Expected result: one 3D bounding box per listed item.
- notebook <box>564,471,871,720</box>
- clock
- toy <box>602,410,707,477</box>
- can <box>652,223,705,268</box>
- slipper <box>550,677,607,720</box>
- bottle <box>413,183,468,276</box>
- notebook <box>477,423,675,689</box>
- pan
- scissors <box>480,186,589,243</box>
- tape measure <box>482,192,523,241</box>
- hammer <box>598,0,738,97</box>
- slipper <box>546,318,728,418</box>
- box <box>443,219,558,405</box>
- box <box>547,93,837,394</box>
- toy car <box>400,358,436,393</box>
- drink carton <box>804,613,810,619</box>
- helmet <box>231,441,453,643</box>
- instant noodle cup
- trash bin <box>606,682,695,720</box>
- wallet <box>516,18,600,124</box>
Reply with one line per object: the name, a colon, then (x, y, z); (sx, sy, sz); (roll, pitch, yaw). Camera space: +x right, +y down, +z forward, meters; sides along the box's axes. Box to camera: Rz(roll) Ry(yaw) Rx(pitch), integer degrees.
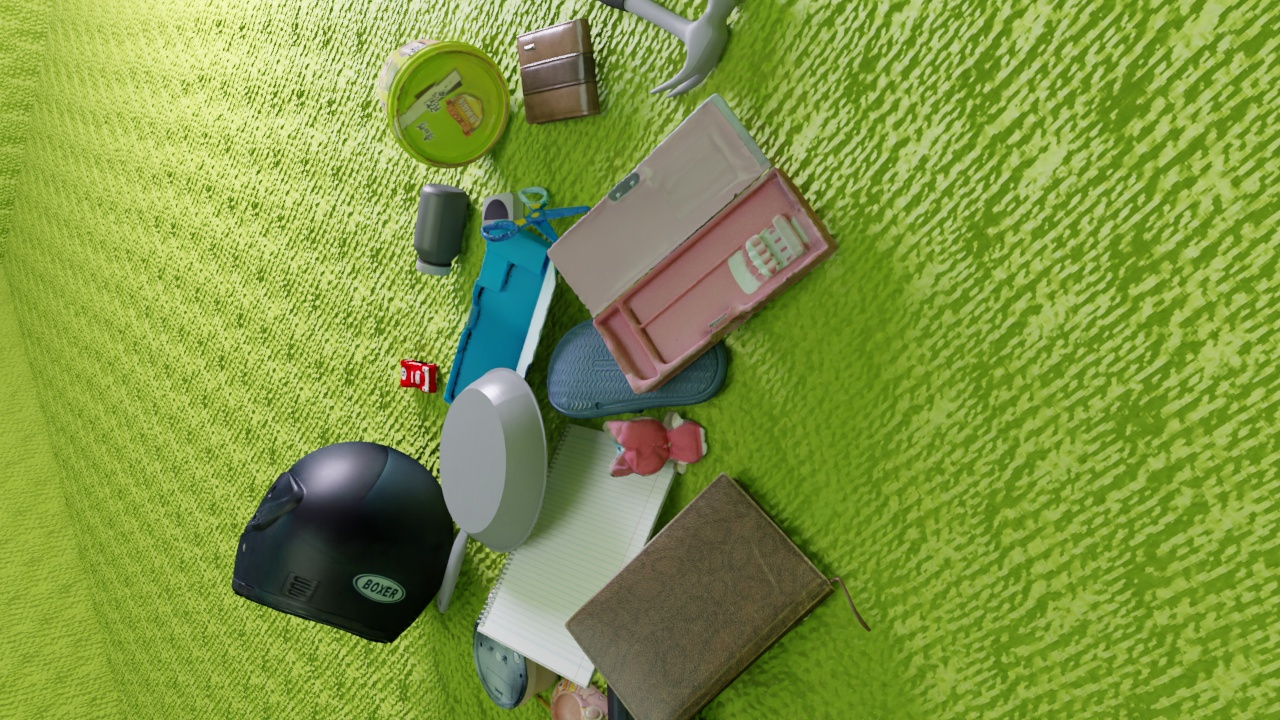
notebook: (0.065, 0.233, 0.823); (0.215, 0.034, 0.190); (-43, 61, -1)
clock: (-0.145, 0.331, 1.093); (0.117, 0.058, 0.158); (13, 103, 48)
toy: (0.015, 0.086, 0.918); (0.102, 0.050, 0.065); (-7, 68, 3)
can: (0.036, -0.138, 0.878); (0.053, 0.053, 0.101); (42, 121, 34)
slipper: (-0.048, 0.427, 0.995); (0.197, 0.081, 0.093); (39, 118, 38)
bottle: (-0.253, -0.165, 1.156); (0.060, 0.060, 0.108); (28, 113, 40)
notebook: (-0.067, 0.192, 0.959); (0.178, 0.013, 0.245); (9, 70, 43)
pan: (-0.194, 0.169, 1.037); (0.200, 0.050, 0.357); (54, 129, 39)
scissors: (-0.116, -0.161, 1.020); (0.125, 0.015, 0.126); (-7, 48, 11)
tape measure: (-0.164, -0.167, 1.098); (0.065, 0.016, 0.064); (5, 97, 44)
hammer: (-0.024, -0.371, 0.934); (0.311, 0.029, 0.125); (42, 121, 35)
slipper: (-0.006, 0.005, 0.931); (0.214, 0.059, 0.103); (-5, 82, 31)
box: (-0.144, -0.018, 1.059); (0.170, 0.071, 0.244); (45, 123, 43)
box: (0.040, -0.101, 0.841); (0.233, 0.039, 0.179); (-37, 79, 26)
toy car: (-0.304, 0.021, 1.248); (0.090, 0.025, 0.038); (8, 99, 44)
drink carton: (0.101, 0.231, 0.866); (0.122, 0.038, 0.069); (-39, 66, 33)
helmet: (-0.379, 0.226, 1.197); (0.317, 0.249, 0.235); (-9, 58, 51)
instant noodle cup: (-0.236, -0.308, 1.075); (0.098, 0.146, 0.146); (44, 123, 46)
trash bin: (0.010, 0.340, 0.907); (0.092, 0.093, 0.161); (-136, 44, -77)
wallet: (-0.090, -0.310, 0.994); (0.121, 0.026, 0.099); (10, 113, 49)
